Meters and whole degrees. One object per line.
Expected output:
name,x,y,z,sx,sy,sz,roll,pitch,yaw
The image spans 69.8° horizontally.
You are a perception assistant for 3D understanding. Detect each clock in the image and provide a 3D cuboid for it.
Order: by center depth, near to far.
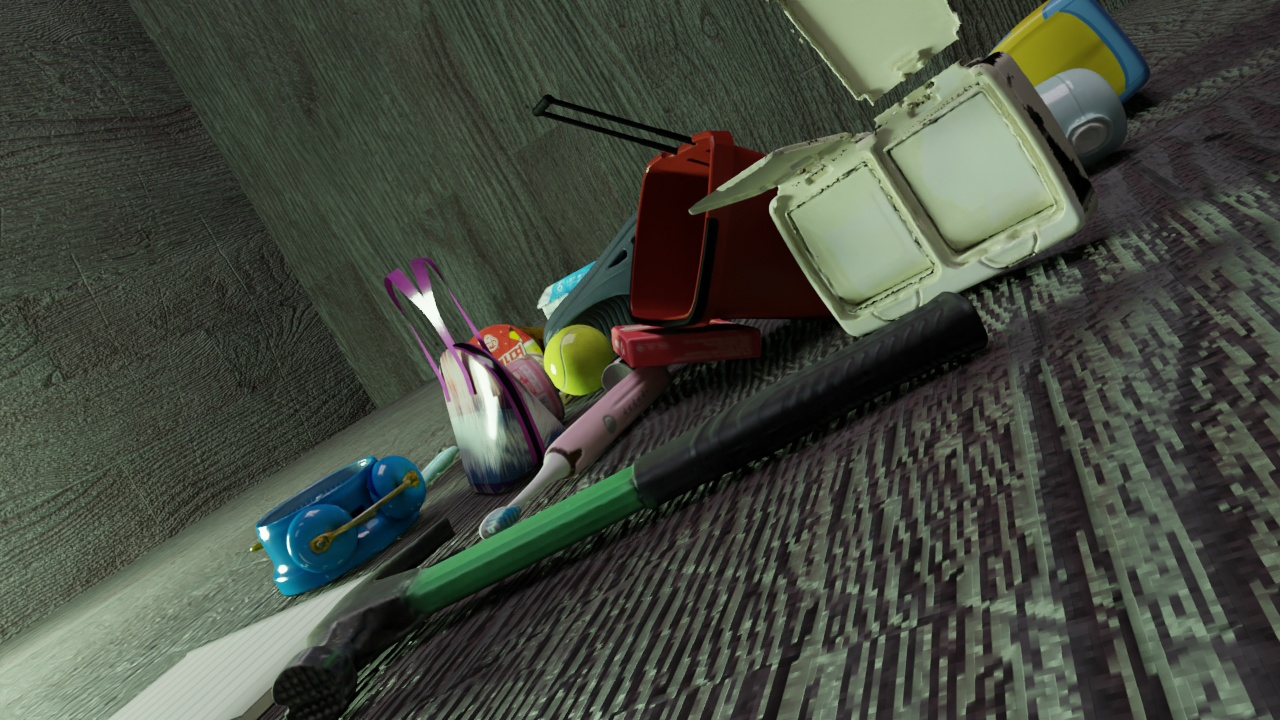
clock,-0.221,0.119,0.687,0.162,0.060,0.116,-20,12,47

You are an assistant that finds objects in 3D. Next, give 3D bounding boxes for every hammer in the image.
hammer,-0.001,0.055,0.405,0.319,0.032,0.130,-28,7,8

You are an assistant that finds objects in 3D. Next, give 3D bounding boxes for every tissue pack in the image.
tissue pack,-0.038,-0.065,1.062,0.093,0.061,0.144,-24,-29,37

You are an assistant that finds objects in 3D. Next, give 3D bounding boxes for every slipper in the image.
slipper,0.008,-0.063,0.860,0.269,0.110,0.083,-41,31,26

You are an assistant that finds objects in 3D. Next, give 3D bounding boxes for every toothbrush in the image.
toothbrush,-0.035,0.051,0.574,0.027,0.027,0.222,-32,5,33

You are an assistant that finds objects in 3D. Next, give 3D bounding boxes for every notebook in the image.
notebook,-0.247,0.186,0.533,0.210,0.009,0.142,-26,9,25

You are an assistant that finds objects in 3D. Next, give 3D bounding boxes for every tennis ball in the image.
tennis ball,-0.056,0.000,0.847,0.065,0.065,0.065,-29,7,4

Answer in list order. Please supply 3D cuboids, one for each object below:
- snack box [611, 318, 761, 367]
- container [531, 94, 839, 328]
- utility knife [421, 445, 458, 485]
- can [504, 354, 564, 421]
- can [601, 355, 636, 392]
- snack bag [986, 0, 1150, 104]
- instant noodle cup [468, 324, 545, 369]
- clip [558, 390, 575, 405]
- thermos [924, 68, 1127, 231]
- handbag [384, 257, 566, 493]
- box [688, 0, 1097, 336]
snack box,0.029,-0.015,0.661,0.089,0.021,0.133,-5,5,-5
container,0.026,-0.084,0.587,0.200,0.127,0.148,6,1,-17
utility knife,-0.203,0.116,0.841,0.022,0.015,0.158,-26,11,18
can,-0.113,0.041,0.774,0.076,0.067,0.067,-31,7,-22
can,-0.004,0.004,0.747,0.032,0.031,0.080,-26,8,24
snack bag,0.317,-0.216,0.800,0.206,0.102,0.158,-40,1,30
instant noodle cup,-0.124,0.003,1.016,0.100,0.100,0.112,-26,-2,23
clip,-0.073,0.034,0.888,0.036,0.013,0.052,-23,7,33
thermos,0.220,-0.124,0.631,0.207,0.065,0.077,-27,21,17
handbag,-0.126,0.006,0.658,0.067,0.170,0.145,-33,8,-25
box,0.108,-0.093,0.445,0.145,0.186,0.100,-33,19,43
